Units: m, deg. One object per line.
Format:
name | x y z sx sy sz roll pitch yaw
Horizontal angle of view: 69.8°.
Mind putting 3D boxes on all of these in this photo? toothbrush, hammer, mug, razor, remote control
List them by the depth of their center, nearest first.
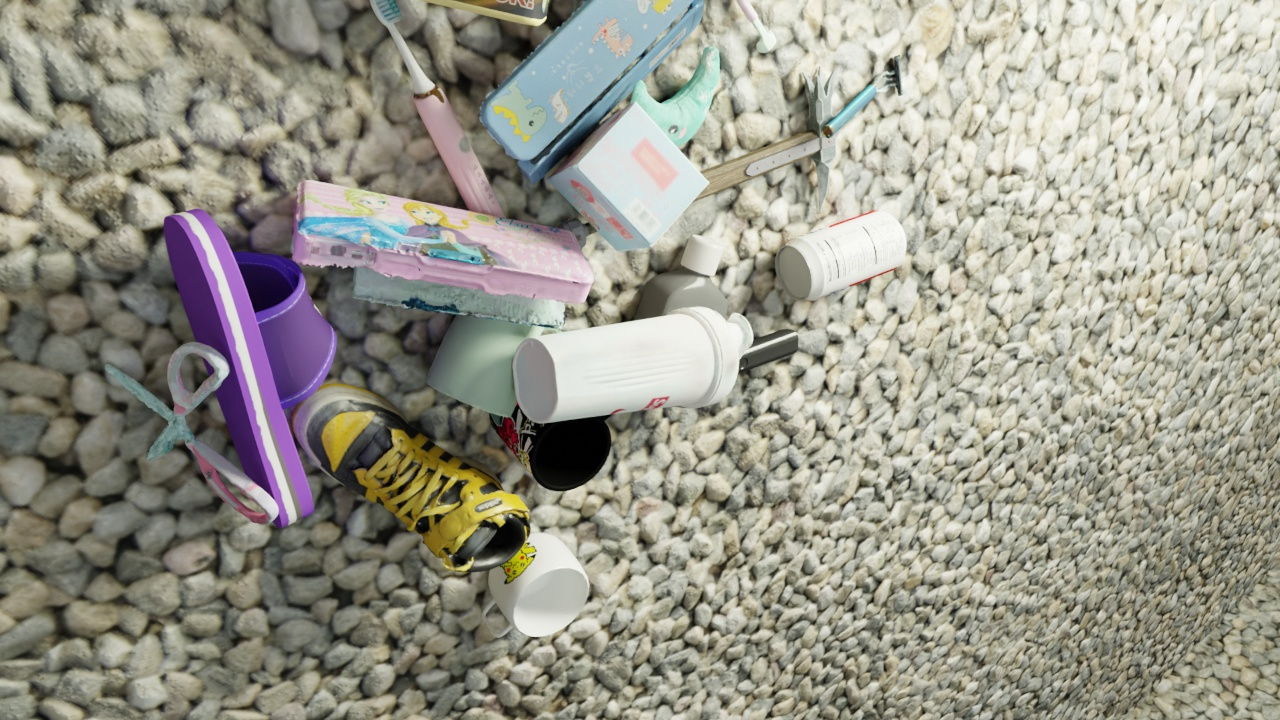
toothbrush | -0.157 -0.186 0.733 0.027 0.027 0.223 -69 146 -43
mug | -0.118 -0.007 0.813 0.111 0.084 0.104 24 90 -18
toothbrush | 0.079 -0.336 0.816 0.022 0.015 0.154 -49 130 -3
mug | -0.073 0.053 0.871 0.118 0.098 0.082 -39 130 -10
hammer | 0.063 -0.167 0.888 0.316 0.028 0.147 -24 125 -21
razor | 0.226 -0.264 0.934 0.143 0.022 0.042 -41 131 -30
mug | -0.116 0.241 0.965 0.115 0.068 0.094 -40 130 -9
remote control | 0.113 -0.001 1.020 0.146 0.015 0.033 -18 123 -25

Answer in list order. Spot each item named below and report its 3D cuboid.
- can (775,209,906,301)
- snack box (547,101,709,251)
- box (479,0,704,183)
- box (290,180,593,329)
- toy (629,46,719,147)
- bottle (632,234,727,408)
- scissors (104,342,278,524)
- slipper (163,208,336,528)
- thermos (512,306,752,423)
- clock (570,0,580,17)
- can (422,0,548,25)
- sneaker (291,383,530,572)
can | 0.217 -0.113 0.992 0.132 0.070 0.070 -21 124 -23
snack box | -0.012 -0.153 0.782 0.093 0.095 0.079 44 80 -16
box | -0.031 -0.235 0.743 0.209 0.043 0.125 -45 161 -2
box | -0.159 -0.078 0.734 0.230 0.084 0.071 7 125 -25
toy | 0.031 -0.227 0.820 0.105 0.033 0.085 -34 148 -28
bottle | 0.039 -0.040 0.929 0.083 0.046 0.174 7 110 -36
scissors | -0.329 0.049 0.681 0.177 0.170 0.013 -49 179 40
slipper | -0.279 0.000 0.706 0.083 0.107 0.267 -26 127 -32
thermos | -0.005 0.005 0.821 0.220 0.099 0.099 -8 119 -38
clock | -0.040 -0.355 0.707 0.122 0.045 0.159 -24 127 -21
can | -0.120 -0.300 0.640 0.131 0.072 0.101 11 113 -6
sneaker | -0.193 0.113 0.810 0.086 0.122 0.238 -53 131 -1
